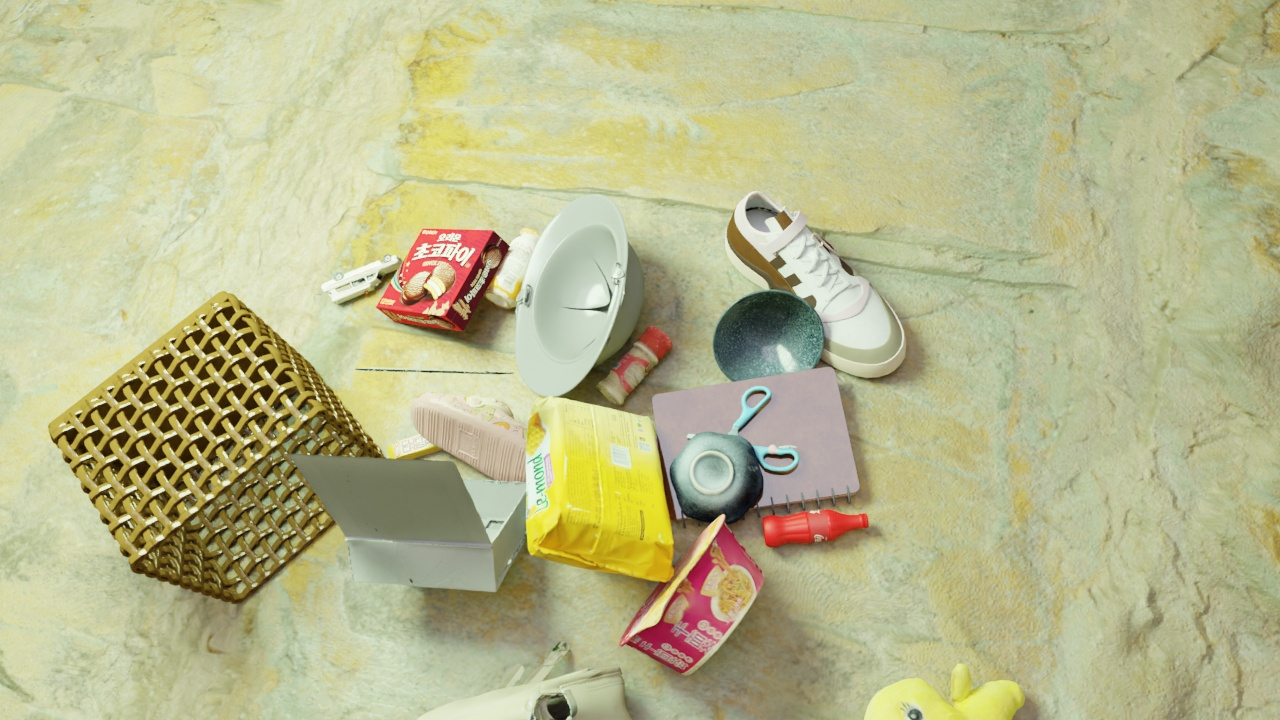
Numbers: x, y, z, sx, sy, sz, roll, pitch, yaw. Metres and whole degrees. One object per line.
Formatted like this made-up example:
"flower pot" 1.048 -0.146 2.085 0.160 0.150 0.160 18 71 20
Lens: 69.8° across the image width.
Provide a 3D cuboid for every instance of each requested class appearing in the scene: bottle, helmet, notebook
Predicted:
"bottle" -0.169 -0.126 1.236 0.063 0.063 0.108 21 70 16
"bottle" -0.007 0.007 1.164 0.044 0.044 0.109 36 76 21
"helmet" -0.056 -0.068 1.170 0.184 0.117 0.270 -9 66 39
"bottle" 0.201 0.190 1.053 0.119 0.036 0.036 -7 65 5
"notebook" 0.136 0.105 1.102 0.225 0.024 0.167 -9 69 4

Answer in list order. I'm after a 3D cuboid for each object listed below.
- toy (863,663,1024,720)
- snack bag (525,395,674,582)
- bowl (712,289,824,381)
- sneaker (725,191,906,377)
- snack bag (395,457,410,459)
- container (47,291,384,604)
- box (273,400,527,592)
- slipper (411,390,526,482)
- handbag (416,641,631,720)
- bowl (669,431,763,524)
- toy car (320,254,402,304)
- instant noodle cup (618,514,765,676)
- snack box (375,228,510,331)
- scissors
"toy" 0.305 0.385 0.926 0.207 0.092 0.133 -14 70 -8
"snack bag" -0.043 0.135 1.016 0.159 0.068 0.246 17 33 -19
"bowl" 0.155 -0.033 1.138 0.137 0.137 0.057 -9 25 4
"sneaker" 0.220 -0.108 1.140 0.111 0.116 0.293 -36 66 -8
"snack bag" -0.276 0.106 1.171 0.099 0.020 0.026 -17 63 0
"container" -0.487 0.107 1.092 0.251 0.220 0.214 -41 67 -11
"box" -0.232 0.143 0.972 0.167 0.331 0.164 1 57 8
"slipper" -0.185 0.083 1.132 0.197 0.093 0.081 25 42 6
"handbag" -0.138 0.363 0.957 0.229 0.184 0.131 -25 61 15
"bowl" 0.084 0.131 1.051 0.110 0.055 0.110 -3 75 11
"toy car" -0.384 -0.112 1.278 0.113 0.039 0.039 -21 86 -2
"instant noodle cup" 0.062 0.258 0.980 0.077 0.179 0.178 40 76 5
"snack box" -0.264 -0.111 1.223 0.152 0.036 0.132 8 65 41
"scissors" 0.125 0.082 1.092 0.135 0.015 0.129 9 71 9
